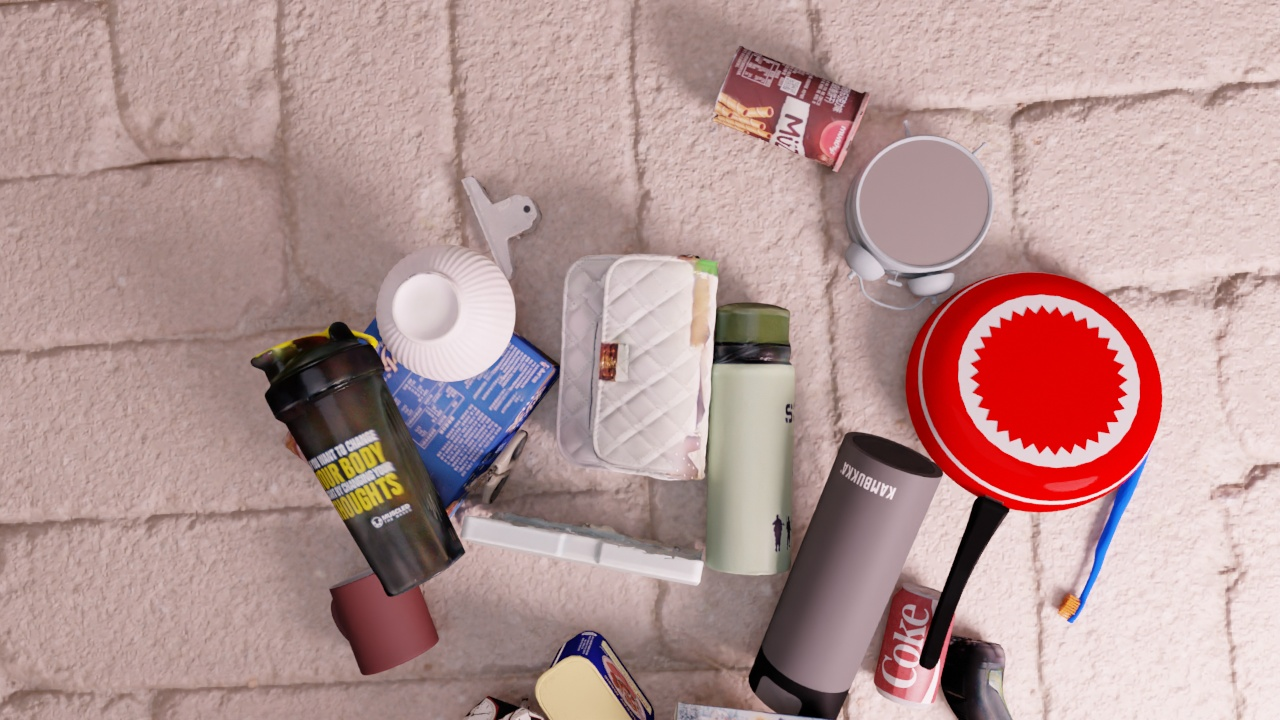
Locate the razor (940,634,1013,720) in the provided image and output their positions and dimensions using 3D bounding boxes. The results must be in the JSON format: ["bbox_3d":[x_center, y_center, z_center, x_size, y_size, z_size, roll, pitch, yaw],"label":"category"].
[{"bbox_3d":[0.313,0.309,0.805,0.067,0.054,0.151,-30,94,-18],"label":"razor"}]

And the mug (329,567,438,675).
[{"bbox_3d":[-0.244,0.235,0.839,0.106,0.073,0.082,-22,88,32],"label":"mug"}]

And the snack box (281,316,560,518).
[{"bbox_3d":[-0.193,0.040,0.829,0.155,0.069,0.203,38,92,3],"label":"snack box"}]

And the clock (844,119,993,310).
[{"bbox_3d":[0.241,-0.123,0.808,0.122,0.045,0.159,18,90,5],"label":"clock"}]

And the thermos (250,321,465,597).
[{"bbox_3d":[-0.224,0.079,0.753,0.098,0.098,0.221,-28,91,4],"label":"thermos"}]

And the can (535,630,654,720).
[{"bbox_3d":[-0.036,0.302,0.806,0.056,0.092,0.116,-36,87,3],"label":"can"}]

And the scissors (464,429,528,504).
[{"bbox_3d":[-0.121,0.086,0.778,0.012,0.171,0.120,27,64,4],"label":"scissors"}]

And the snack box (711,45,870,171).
[{"bbox_3d":[0.130,-0.220,0.803,0.121,0.072,0.072,22,92,4],"label":"snack box"}]

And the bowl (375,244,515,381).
[{"bbox_3d":[-0.168,-0.041,0.761,0.118,0.062,0.118,0,89,5],"label":"bowl"}]

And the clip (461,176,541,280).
[{"bbox_3d":[-0.122,-0.130,0.838,0.059,0.050,0.102,-23,89,17],"label":"clip"}]

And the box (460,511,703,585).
[{"bbox_3d":[-0.044,0.159,0.784,0.197,0.134,0.040,11,80,4],"label":"box"}]

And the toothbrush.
[{"bbox_3d":[0.411,0.147,0.809,0.018,0.016,0.182,22,92,9],"label":"toothbrush"}]

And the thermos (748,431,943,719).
[{"bbox_3d":[0.167,0.186,0.769,0.082,0.082,0.241,19,105,4],"label":"thermos"}]

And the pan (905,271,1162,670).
[{"bbox_3d":[0.306,0.089,0.769,0.209,0.067,0.355,23,78,8],"label":"pan"}]

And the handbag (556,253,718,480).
[{"bbox_3d":[-0.005,0.005,0.797,0.139,0.072,0.195,3,91,22],"label":"handbag"}]

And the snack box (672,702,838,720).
[{"bbox_3d":[0.097,0.340,0.776,0.145,0.145,0.042,5,51,3],"label":"snack box"}]

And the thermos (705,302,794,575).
[{"bbox_3d":[0.094,0.065,0.806,0.082,0.082,0.231,1,91,4],"label":"thermos"}]

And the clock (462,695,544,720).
[{"bbox_3d":[-0.100,0.347,0.800,0.155,0.064,0.114,-19,106,40],"label":"clock"}]

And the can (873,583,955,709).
[{"bbox_3d":[0.240,0.249,0.804,0.054,0.054,0.096,13,91,4],"label":"can"}]
